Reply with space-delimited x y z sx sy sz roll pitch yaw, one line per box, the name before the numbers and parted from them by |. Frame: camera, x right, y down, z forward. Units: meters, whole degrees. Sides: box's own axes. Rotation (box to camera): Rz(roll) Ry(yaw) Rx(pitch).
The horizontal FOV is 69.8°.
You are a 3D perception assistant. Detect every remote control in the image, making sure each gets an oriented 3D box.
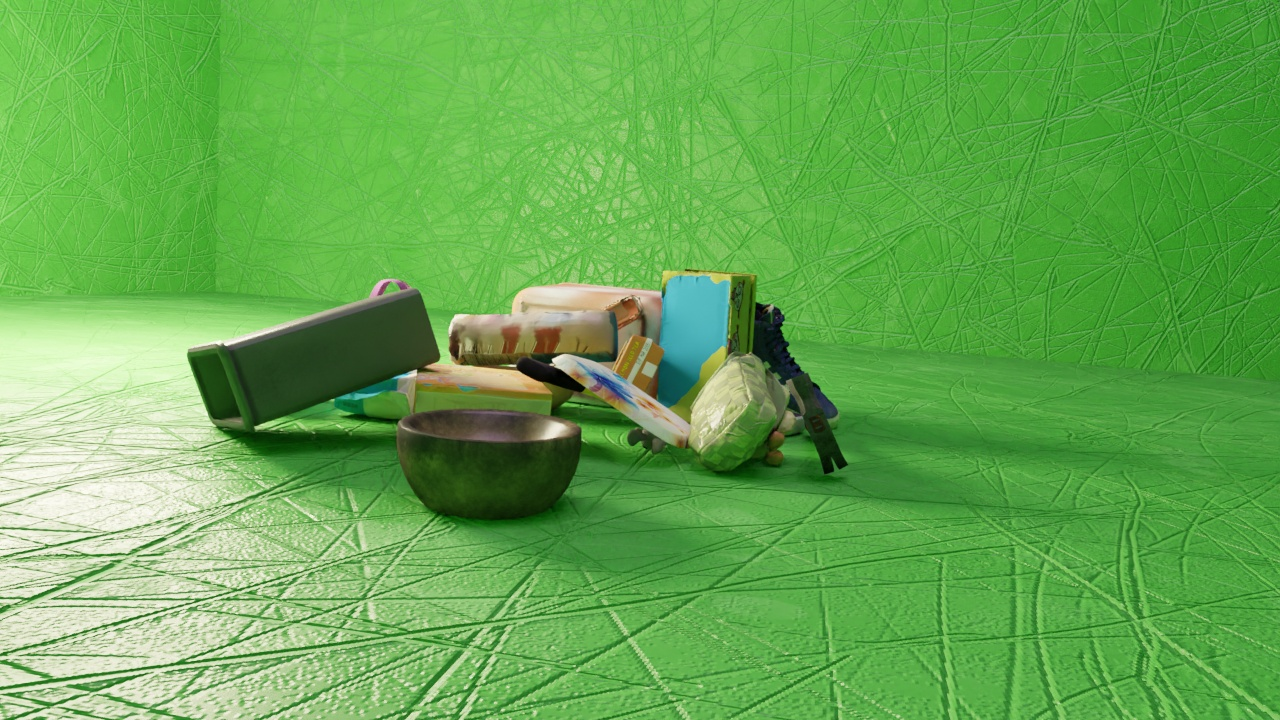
remote control | 0.181 0.087 1.267 0.114 0.028 0.060 -1 9 -45

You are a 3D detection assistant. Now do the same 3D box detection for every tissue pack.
tissue pack | -0.316 0.037 1.248 0.117 0.066 0.209 6 4 13

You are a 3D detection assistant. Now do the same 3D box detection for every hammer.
hammer | 0.214 0.079 1.125 0.028 0.111 0.300 -23 -8 8
hammer | -0.079 0.029 1.146 0.127 0.029 0.323 27 0 18

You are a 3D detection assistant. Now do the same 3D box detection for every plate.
plate | -0.010 0.046 1.099 0.187 0.016 0.187 34 4 15

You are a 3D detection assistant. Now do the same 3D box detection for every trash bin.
trash bin | -0.069 -0.025 1.457 0.260 0.181 0.157 8 9 21
trash bin | -0.371 -0.004 1.040 0.219 0.097 0.192 -22 11 -34

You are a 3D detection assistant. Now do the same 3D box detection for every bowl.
bowl | -0.134 0.091 0.815 0.162 0.070 0.162 4 6 -1
bowl | -0.169 0.043 1.319 0.152 0.050 0.152 8 4 -1

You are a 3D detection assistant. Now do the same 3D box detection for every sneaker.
sneaker | 0.213 -0.009 1.358 0.233 0.119 0.091 30 30 16

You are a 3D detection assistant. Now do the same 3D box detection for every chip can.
chip can | -0.148 -0.031 1.275 0.229 0.080 0.079 -2 6 7

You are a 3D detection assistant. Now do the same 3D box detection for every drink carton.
drink carton | -0.008 0.007 1.270 0.048 0.076 0.125 26 -4 -3

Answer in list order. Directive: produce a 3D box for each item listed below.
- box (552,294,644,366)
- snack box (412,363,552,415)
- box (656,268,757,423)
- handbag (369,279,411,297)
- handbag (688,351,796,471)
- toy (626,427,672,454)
box | -0.082 -0.042 1.343 0.187 0.060 0.058 -30 -45 14
snack box | -0.189 0.056 1.052 0.145 0.080 0.195 5 5 -14
box | 0.094 -0.021 1.319 0.125 0.221 0.082 6 6 34
handbag | -0.384 -0.041 1.418 0.144 0.170 0.068 4 6 3
handbag | 0.121 0.073 1.058 0.117 0.113 0.186 34 17 -8
toy | 0.014 0.092 1.097 0.049 0.030 0.111 20 3 9
